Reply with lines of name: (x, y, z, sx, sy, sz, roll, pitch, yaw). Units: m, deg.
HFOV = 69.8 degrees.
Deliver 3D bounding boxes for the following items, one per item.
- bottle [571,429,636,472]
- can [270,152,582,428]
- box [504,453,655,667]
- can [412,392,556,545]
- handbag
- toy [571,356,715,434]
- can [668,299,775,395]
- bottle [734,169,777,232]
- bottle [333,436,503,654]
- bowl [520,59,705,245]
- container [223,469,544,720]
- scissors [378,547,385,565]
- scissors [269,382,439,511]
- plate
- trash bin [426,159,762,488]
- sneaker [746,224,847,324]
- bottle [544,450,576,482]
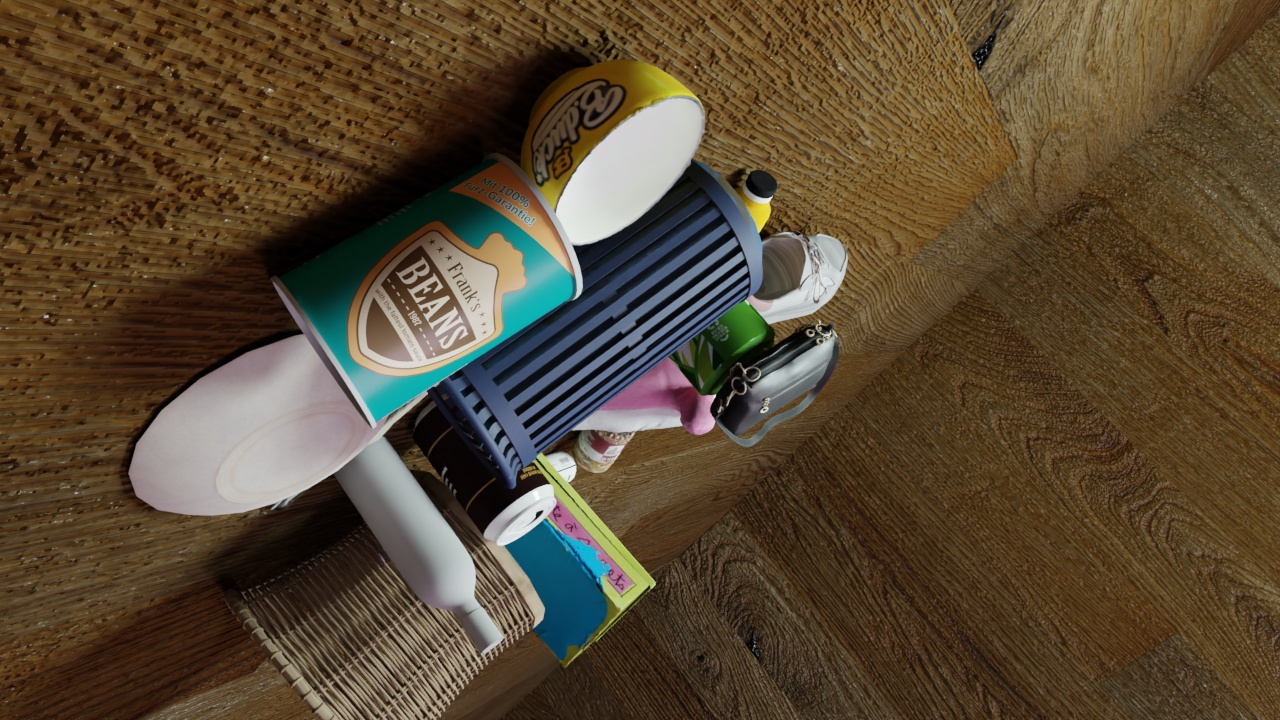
bottle: (-0.039, 0.086, 1.116, 0.056, 0.056, 0.105, -23, 157, -44)
can: (-0.121, -0.042, 0.533, 0.143, 0.099, 0.099, -34, 163, -18)
box: (-0.103, 0.203, 0.983, 0.125, 0.221, 0.079, -53, 167, 29)
can: (-0.135, 0.089, 0.790, 0.071, 0.128, 0.072, -36, 163, -13)
handbag: (0.114, 0.014, 0.758, 0.128, 0.054, 0.079, -30, 157, -23)
toy: (-0.005, 0.005, 0.855, 0.265, 0.128, 0.187, -8, -173, -27)
can: (0.041, -0.047, 0.792, 0.083, 0.144, 0.083, -36, 163, -13)
bottle: (0.087, -0.121, 0.878, 0.043, 0.043, 0.144, -27, 159, -36)
bottle: (-0.176, 0.152, 0.745, 0.052, 0.195, 0.052, -36, 163, -13)
bowl: (-0.026, -0.134, 0.557, 0.117, 0.067, 0.117, -36, 163, -13)
container: (-0.224, 0.234, 0.840, 0.195, 0.227, 0.227, -40, 165, -24)
scissors: (-0.266, 0.192, 0.974, 0.139, 0.015, 0.118, -46, 163, 0)
scissors: (-0.218, 0.053, 0.717, 0.188, 0.015, 0.140, -32, 163, -25)
plate: (-0.240, 0.053, 0.620, 0.188, 0.027, 0.189, -32, 158, -15)
trash bin: (-0.036, -0.038, 0.666, 0.249, 0.139, 0.139, -37, 163, -16)
sneaker: (0.168, -0.101, 1.011, 0.235, 0.099, 0.090, -25, 172, -37)
bottle: (-0.126, 0.139, 1.092, 0.041, 0.041, 0.115, -49, 161, 29)
